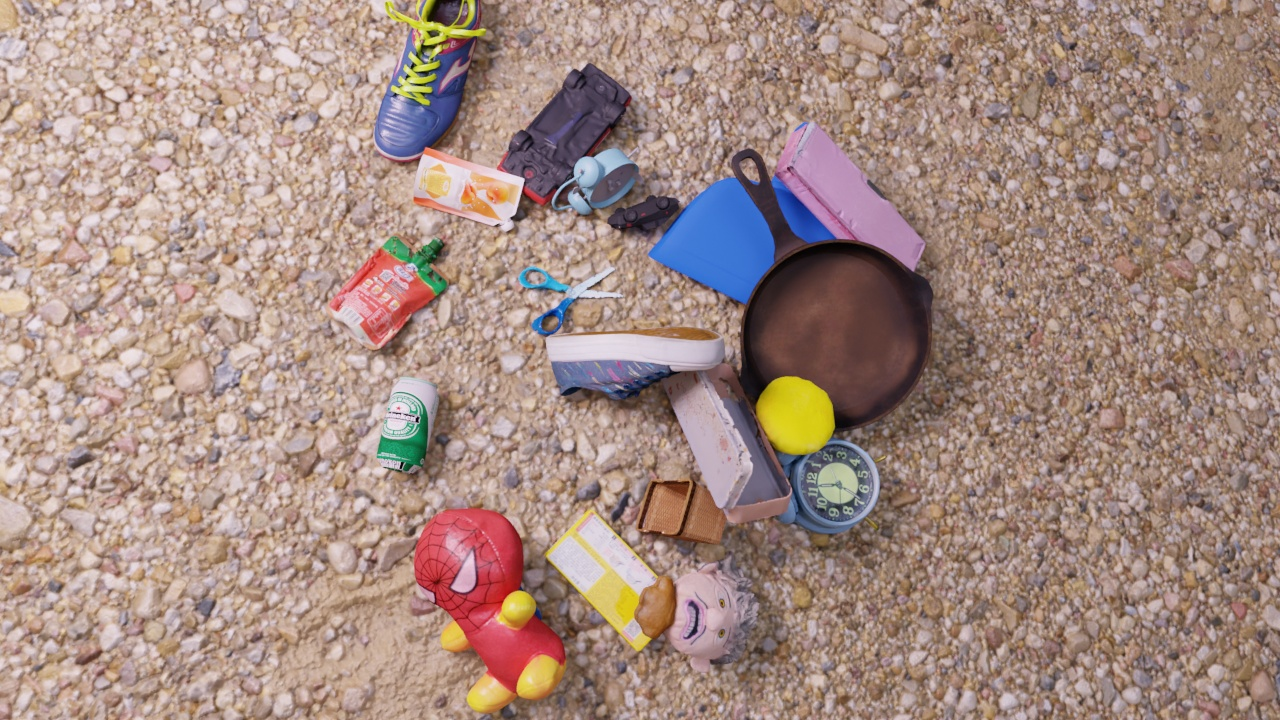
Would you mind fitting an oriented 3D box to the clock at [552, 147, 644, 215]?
[{"bbox_3d":[-0.053,-0.211,1.102,0.123,0.088,0.042,-29,71,-27],"label":"clock"}]

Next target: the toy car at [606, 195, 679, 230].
[{"bbox_3d":[0.004,-0.178,1.130,0.091,0.042,0.036,-24,109,-14],"label":"toy car"}]

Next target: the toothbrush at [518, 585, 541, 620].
[{"bbox_3d":[-0.148,0.235,1.025,0.021,0.016,0.132,-32,83,-16],"label":"toothbrush"}]

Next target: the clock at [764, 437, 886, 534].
[{"bbox_3d":[0.209,0.144,1.091,0.162,0.060,0.118,8,78,-5],"label":"clock"}]

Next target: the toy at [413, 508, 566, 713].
[{"bbox_3d":[-0.161,0.255,0.967,0.148,0.098,0.216,-27,85,28],"label":"toy"}]

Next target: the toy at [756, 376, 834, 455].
[{"bbox_3d":[0.178,0.063,1.056,0.094,0.041,0.095,-28,78,-18],"label":"toy"}]

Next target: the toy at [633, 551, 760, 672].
[{"bbox_3d":[0.068,0.275,1.004,0.175,0.076,0.132,13,77,-39],"label":"toy"}]

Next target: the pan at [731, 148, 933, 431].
[{"bbox_3d":[0.198,-0.087,1.089,0.249,0.043,0.356,-29,98,2],"label":"pan"}]

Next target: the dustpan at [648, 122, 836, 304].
[{"bbox_3d":[0.169,-0.187,1.155,0.245,0.059,0.257,25,84,-5],"label":"dustpan"}]

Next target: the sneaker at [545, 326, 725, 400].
[{"bbox_3d":[-0.006,0.006,1.019,0.087,0.236,0.079,-12,100,-51],"label":"sneaker"}]

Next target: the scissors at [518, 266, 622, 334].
[{"bbox_3d":[-0.080,-0.071,1.106,0.133,0.015,0.103,2,74,-15],"label":"scissors"}]

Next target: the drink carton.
[{"bbox_3d":[-0.203,-0.201,1.090,0.122,0.038,0.069,16,110,-6],"label":"drink carton"}]

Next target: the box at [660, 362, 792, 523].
[{"bbox_3d":[0.097,0.074,1.022,0.107,0.095,0.216,11,37,-30],"label":"box"}]

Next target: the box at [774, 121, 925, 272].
[{"bbox_3d":[0.265,-0.186,1.133,0.233,0.046,0.097,42,51,-19],"label":"box"}]

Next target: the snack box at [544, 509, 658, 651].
[{"bbox_3d":[-0.030,0.248,1.039,0.152,0.025,0.075,46,74,1],"label":"snack box"}]

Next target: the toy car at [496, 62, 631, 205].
[{"bbox_3d":[-0.091,-0.279,1.123,0.081,0.056,0.189,38,76,-3],"label":"toy car"}]

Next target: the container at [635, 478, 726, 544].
[{"bbox_3d":[0.049,0.172,1.032,0.061,0.114,0.063,23,74,-19],"label":"container"}]

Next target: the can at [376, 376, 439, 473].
[{"bbox_3d":[-0.257,0.072,1.017,0.053,0.053,0.101,13,76,-8],"label":"can"}]

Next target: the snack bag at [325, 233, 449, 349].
[{"bbox_3d":[-0.282,-0.087,1.057,0.087,0.044,0.154,42,69,-6],"label":"snack bag"}]

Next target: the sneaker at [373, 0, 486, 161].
[{"bbox_3d":[-0.258,-0.354,1.088,0.116,0.091,0.241,20,76,-9],"label":"sneaker"}]
